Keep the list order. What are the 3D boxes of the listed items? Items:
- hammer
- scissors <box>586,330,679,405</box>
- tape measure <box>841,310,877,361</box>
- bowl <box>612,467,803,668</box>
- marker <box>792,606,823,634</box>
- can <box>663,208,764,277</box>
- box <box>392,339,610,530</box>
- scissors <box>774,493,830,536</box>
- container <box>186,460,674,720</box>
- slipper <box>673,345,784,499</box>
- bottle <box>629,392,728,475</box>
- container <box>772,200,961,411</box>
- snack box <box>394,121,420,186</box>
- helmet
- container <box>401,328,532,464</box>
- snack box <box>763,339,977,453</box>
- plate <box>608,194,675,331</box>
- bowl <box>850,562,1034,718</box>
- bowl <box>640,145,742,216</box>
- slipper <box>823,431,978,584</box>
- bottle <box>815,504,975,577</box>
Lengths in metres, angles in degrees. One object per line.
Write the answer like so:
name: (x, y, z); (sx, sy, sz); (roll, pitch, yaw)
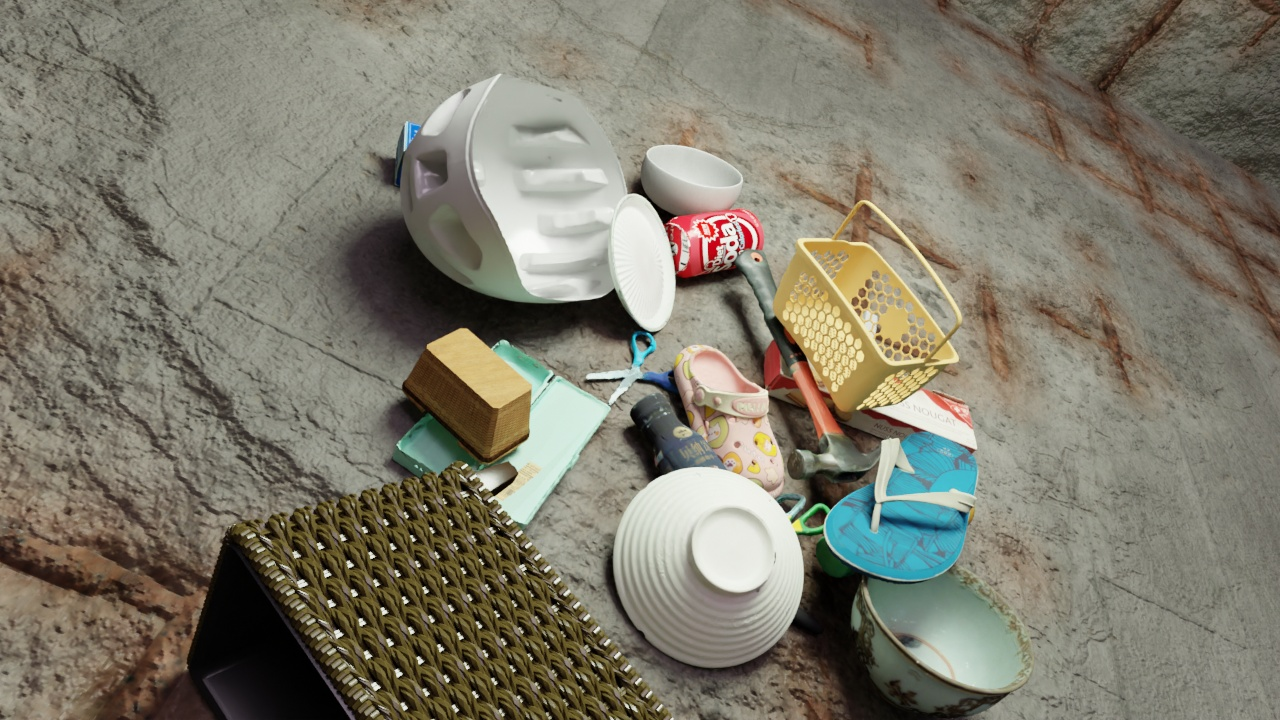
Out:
hammer: (0.175, -0.007, 1.039); (0.133, 0.033, 0.332); (3, 49, -27)
scissors: (0.004, 0.019, 0.981); (0.104, 0.015, 0.133); (38, 40, 4)
tape measure: (0.274, -0.024, 1.157); (0.020, 0.060, 0.062); (29, 40, -4)
bowl: (0.070, 0.167, 0.785); (0.177, 0.071, 0.177); (5, 66, -12)
marker: (0.113, 0.215, 0.851); (0.134, 0.018, 0.015); (33, 60, 1)
can: (0.088, -0.148, 1.154); (0.142, 0.075, 0.074); (-15, 59, -41)
box: (-0.120, 0.064, 0.848); (0.136, 0.033, 0.186); (34, 41, 3)
scissors: (0.132, 0.169, 0.905); (0.130, 0.014, 0.070); (-28, 38, -34)
container: (-0.101, 0.232, 0.587); (0.321, 0.177, 0.204); (47, 39, 17)
slipper: (0.102, 0.054, 0.953); (0.093, 0.082, 0.197); (2, 52, -32)
bottle: (0.047, 0.102, 0.894); (0.056, 0.056, 0.160); (-14, 58, -40)
container: (0.250, -0.058, 0.985); (0.129, 0.167, 0.183); (-5, 51, -34)
snack box: (-0.171, -0.216, 1.074); (0.226, 0.059, 0.059); (9, 48, -23)
helmet: (-0.113, -0.170, 0.950); (0.281, 0.184, 0.224); (-7, 94, -43)
container: (-0.148, 0.027, 0.806); (0.114, 0.061, 0.063); (39, 42, 17)
snack box: (0.277, 0.046, 1.101); (0.273, 0.044, 0.076); (20, 43, -13)
plate: (0.001, -0.110, 1.038); (0.157, 0.014, 0.156); (26, 60, -60)
bowl: (0.256, 0.260, 0.827); (0.160, 0.094, 0.159); (14, 31, -9)
bowl: (0.063, -0.229, 1.219); (0.132, 0.064, 0.131); (12, 32, -8)
slipper: (0.277, 0.127, 0.903); (0.118, 0.060, 0.294); (32, 32, 19)
bottle: (0.263, 0.173, 0.949); (0.209, 0.068, 0.068); (-12, 57, -39)
